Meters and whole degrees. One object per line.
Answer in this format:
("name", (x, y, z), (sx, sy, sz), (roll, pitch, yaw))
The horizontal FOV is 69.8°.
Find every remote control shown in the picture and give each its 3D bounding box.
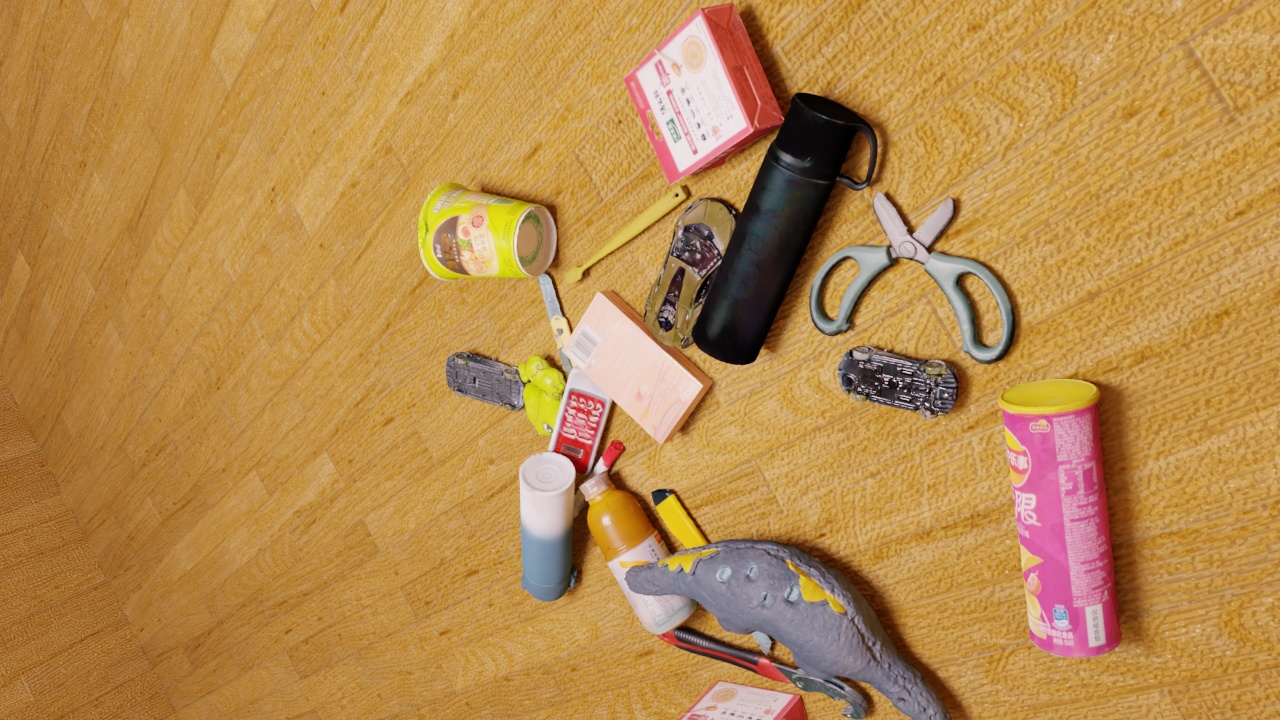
("remote control", (-0.068, 0.069, 1.048), (0.056, 0.020, 0.136), (20, 117, 3))

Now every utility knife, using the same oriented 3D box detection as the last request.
("utility knife", (0.080, 0.229, 1.010), (0.216, 0.015, 0.033), (55, 132, 9))
("utility knife", (-0.084, -0.006, 1.057), (0.031, 0.021, 0.204), (-8, 98, 36))

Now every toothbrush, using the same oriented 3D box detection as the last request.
("toothbrush", (-0.017, -0.127, 0.952), (0.191, 0.016, 0.015), (-32, 84, 41))

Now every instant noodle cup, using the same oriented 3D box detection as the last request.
("instant noodle cup", (-0.163, -0.137, 1.013), (0.124, 0.111, 0.112), (9, 113, 29))

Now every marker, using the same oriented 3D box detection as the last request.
("marker", (-0.058, 0.145, 1.090), (0.017, 0.017, 0.146), (46, 129, 16))

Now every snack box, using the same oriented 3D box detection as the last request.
("snack box", (-0.006, 0.006, 0.975), (0.157, 0.026, 0.085), (42, 115, 18))
("snack box", (0.054, -0.235, 0.822), (0.127, 0.044, 0.113), (-21, 93, 56))
("snack box", (0.099, 0.404, 0.988), (0.113, 0.126, 0.044), (-6, 103, 41))

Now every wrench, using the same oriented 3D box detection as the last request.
("wrench", (0.121, 0.333, 1.009), (0.274, 0.016, 0.056), (8, 133, 38))

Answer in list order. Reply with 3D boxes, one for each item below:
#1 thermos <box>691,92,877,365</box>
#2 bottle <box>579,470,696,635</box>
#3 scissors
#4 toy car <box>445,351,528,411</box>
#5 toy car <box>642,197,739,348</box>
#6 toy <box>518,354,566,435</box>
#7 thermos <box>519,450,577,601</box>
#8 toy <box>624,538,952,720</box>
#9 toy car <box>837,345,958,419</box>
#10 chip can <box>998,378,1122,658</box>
("thermos", (0.126, -0.105, 0.811), (0.090, 0.068, 0.243), (28, 123, 9))
("bottle", (-0.007, 0.215, 1.041), (0.068, 0.067, 0.189), (-35, 83, 42))
("scissors", (0.223, -0.052, 0.782), (0.170, 0.019, 0.171), (-39, 82, 43))
("toy car", (-0.189, 0.024, 1.139), (0.121, 0.036, 0.054), (16, 116, 23))
("toy car", (0.049, -0.084, 0.898), (0.070, 0.042, 0.158), (35, 123, 24))
("toy", (-0.112, 0.045, 1.083), (0.097, 0.031, 0.100), (37, 132, 22))
("thermos", (-0.110, 0.207, 1.102), (0.070, 0.070, 0.221), (31, 137, 27))
("toy", (0.146, 0.250, 0.905), (0.357, 0.091, 0.138), (23, 120, 22))
("toy car", (0.224, 0.016, 0.798), (0.106, 0.031, 0.049), (14, 114, 34))
("chip can", (0.332, 0.125, 0.725), (0.072, 0.071, 0.210), (-1, 106, 40))
